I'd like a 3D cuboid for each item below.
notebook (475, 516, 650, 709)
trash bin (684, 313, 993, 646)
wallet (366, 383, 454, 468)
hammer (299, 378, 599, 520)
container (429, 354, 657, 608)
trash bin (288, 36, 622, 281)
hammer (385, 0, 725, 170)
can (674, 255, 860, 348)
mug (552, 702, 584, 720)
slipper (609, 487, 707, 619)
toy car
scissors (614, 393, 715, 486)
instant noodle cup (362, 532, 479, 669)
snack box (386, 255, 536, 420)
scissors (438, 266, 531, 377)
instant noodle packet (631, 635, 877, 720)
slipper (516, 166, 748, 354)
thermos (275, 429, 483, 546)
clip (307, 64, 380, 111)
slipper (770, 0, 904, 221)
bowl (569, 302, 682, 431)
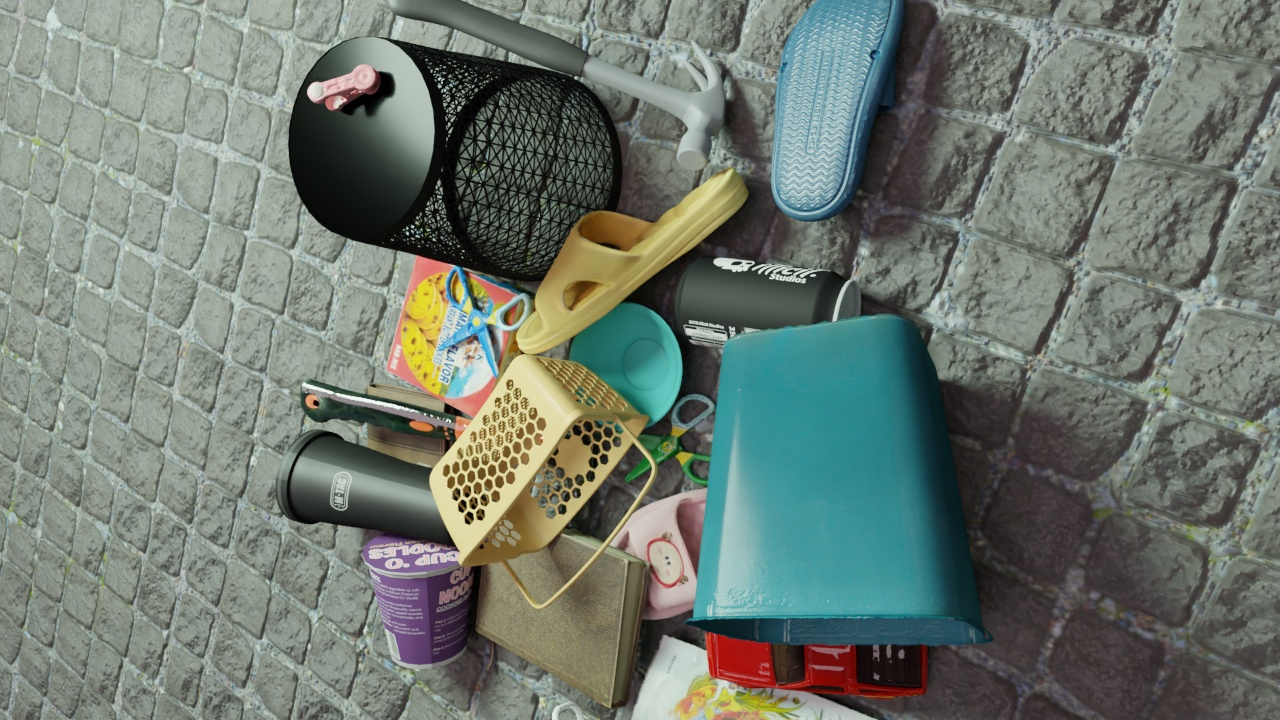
[{"bbox_3d":[-0.089,0.257,0.921,0.216,0.034,0.190,14,99,42],"label":"notebook"},{"bbox_3d":[0.150,0.099,0.700,0.199,0.196,0.218,-7,66,24],"label":"trash bin"},{"bbox_3d":[-0.262,0.081,1.038,0.121,0.026,0.099,10,102,26],"label":"wallet"},{"bbox_3d":[-0.203,0.068,0.951,0.333,0.033,0.133,10,105,13],"label":"hammer"},{"bbox_3d":[-0.079,0.108,0.825,0.167,0.129,0.184,48,110,28],"label":"container"},{"bbox_3d":[-0.171,-0.185,0.848,0.217,0.242,0.217,2,94,28],"label":"trash bin"},{"bbox_3d":[-0.070,-0.271,0.808,0.311,0.030,0.124,20,60,-6],"label":"hammer"},{"bbox_3d":[0.109,-0.044,0.796,0.146,0.080,0.080,11,98,28],"label":"can"},{"bbox_3d":[-0.053,0.400,0.913,0.090,0.076,0.124,-28,80,27],"label":"mug"},{"bbox_3d":[0.053,0.171,0.854,0.222,0.055,0.106,-30,77,27],"label":"slipper"},{"bbox_3d":[0.150,0.246,0.796,0.190,0.056,0.081,-1,91,19],"label":"toy car"},{"bbox_3d":[0.028,0.075,0.887,0.130,0.012,0.117,12,97,26],"label":"scissors"},{"bbox_3d":[-0.234,0.255,0.995,0.137,0.121,0.122,-142,49,-69],"label":"instant noodle cup"},{"bbox_3d":[-0.193,-0.028,0.984,0.145,0.040,0.143,25,104,24],"label":"snack box"},{"bbox_3d":[-0.162,-0.042,0.938,0.130,0.013,0.125,-22,83,29],"label":"scissors"},{"bbox_3d":[0.121,0.361,0.831,0.269,0.057,0.147,17,99,23],"label":"instant noodle packet"},{"bbox_3d":[-0.024,-0.105,0.849,0.264,0.099,0.078,-33,106,22],"label":"slipper"},{"bbox_3d":[-0.283,0.143,0.997,0.219,0.105,0.106,9,97,21],"label":"thermos"},{"bbox_3d":[-0.234,-0.213,0.730,0.058,0.050,0.023,-17,86,-14],"label":"clip"},{"bbox_3d":[0.163,-0.218,0.772,0.104,0.059,0.213,12,87,37],"label":"slipper"},{"bbox_3d":[-0.005,0.005,0.881,0.121,0.046,0.121,2,94,28],"label":"bowl"}]
